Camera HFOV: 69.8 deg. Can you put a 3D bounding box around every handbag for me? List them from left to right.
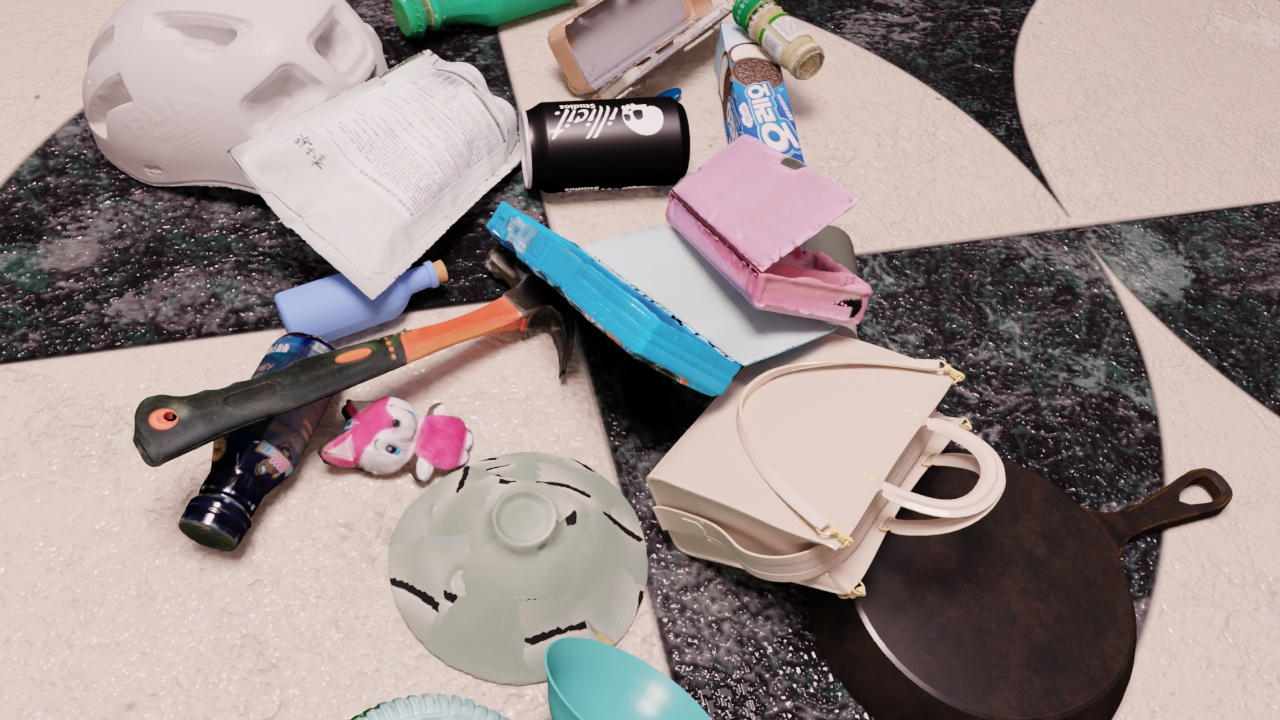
[{"bbox_3d":[0.136,0.068,0.605,0.198,0.101,0.194,12,46,42],"label":"handbag"}]

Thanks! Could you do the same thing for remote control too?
[{"bbox_3d":[-0.004,0.004,0.726,0.045,0.021,0.140,-16,55,-19],"label":"remote control"}]

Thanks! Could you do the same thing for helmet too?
[{"bbox_3d":[-0.368,-0.257,0.833,0.283,0.184,0.223,5,46,23],"label":"helmet"}]

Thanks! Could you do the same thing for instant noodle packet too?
[{"bbox_3d":[-0.201,-0.169,0.771,0.147,0.057,0.268,44,43,-9],"label":"instant noodle packet"}]

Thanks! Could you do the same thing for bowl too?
[{"bbox_3d":[-0.078,0.118,0.603,0.174,0.068,0.173,4,54,-6],"label":"bowl"},{"bbox_3d":[-0.013,0.218,0.534,0.121,0.121,0.046,31,96,16],"label":"bowl"}]

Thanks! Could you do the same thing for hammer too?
[{"bbox_3d":[-0.185,-0.002,0.652,0.332,0.033,0.133,-23,59,-40],"label":"hammer"}]

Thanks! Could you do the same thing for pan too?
[{"bbox_3d":[0.287,0.136,0.645,0.355,0.043,0.248,-17,57,-18],"label":"pan"}]

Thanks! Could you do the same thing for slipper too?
[{"bbox_3d":[-0.055,0.285,0.485,0.276,0.070,0.115,39,57,3],"label":"slipper"}]

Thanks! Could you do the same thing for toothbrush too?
[{"bbox_3d":[-0.005,-0.244,0.915,0.021,0.016,0.132,41,57,21],"label":"toothbrush"}]

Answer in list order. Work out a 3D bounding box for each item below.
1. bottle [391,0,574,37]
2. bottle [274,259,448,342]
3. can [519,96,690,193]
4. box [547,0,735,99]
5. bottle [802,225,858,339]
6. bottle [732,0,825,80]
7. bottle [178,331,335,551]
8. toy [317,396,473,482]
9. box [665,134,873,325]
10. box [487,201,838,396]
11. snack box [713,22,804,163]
[{"bbox_3d":[-0.159,-0.392,0.974,0.209,0.068,0.068,-27,61,-24],"label":"bottle"},{"bbox_3d":[-0.216,-0.051,0.725,0.131,0.048,0.048,-22,59,-21],"label":"bottle"},{"bbox_3d":[-0.033,-0.196,0.834,0.146,0.080,0.080,-6,54,-11],"label":"can"},{"bbox_3d":[0.007,-0.352,0.947,0.107,0.095,0.215,48,59,-3],"label":"box"},{"bbox_3d":[0.153,-0.058,0.765,0.060,0.060,0.108,4,53,-3],"label":"bottle"},{"bbox_3d":[0.135,-0.319,0.898,0.042,0.043,0.110,-24,60,-22],"label":"bottle"},{"bbox_3d":[-0.262,0.054,0.638,0.056,0.056,0.160,13,54,4],"label":"bottle"},{"bbox_3d":[-0.172,0.050,0.658,0.102,0.050,0.065,9,48,-6],"label":"toy"},{"bbox_3d":[0.097,-0.116,0.708,0.099,0.099,0.232,10,21,-17],"label":"box"},{"bbox_3d":[0.004,-0.049,0.697,0.174,0.064,0.243,1,25,-34],"label":"box"},{"bbox_3d":[0.113,-0.246,0.901,0.059,0.059,0.226,1,53,-6],"label":"snack box"}]
